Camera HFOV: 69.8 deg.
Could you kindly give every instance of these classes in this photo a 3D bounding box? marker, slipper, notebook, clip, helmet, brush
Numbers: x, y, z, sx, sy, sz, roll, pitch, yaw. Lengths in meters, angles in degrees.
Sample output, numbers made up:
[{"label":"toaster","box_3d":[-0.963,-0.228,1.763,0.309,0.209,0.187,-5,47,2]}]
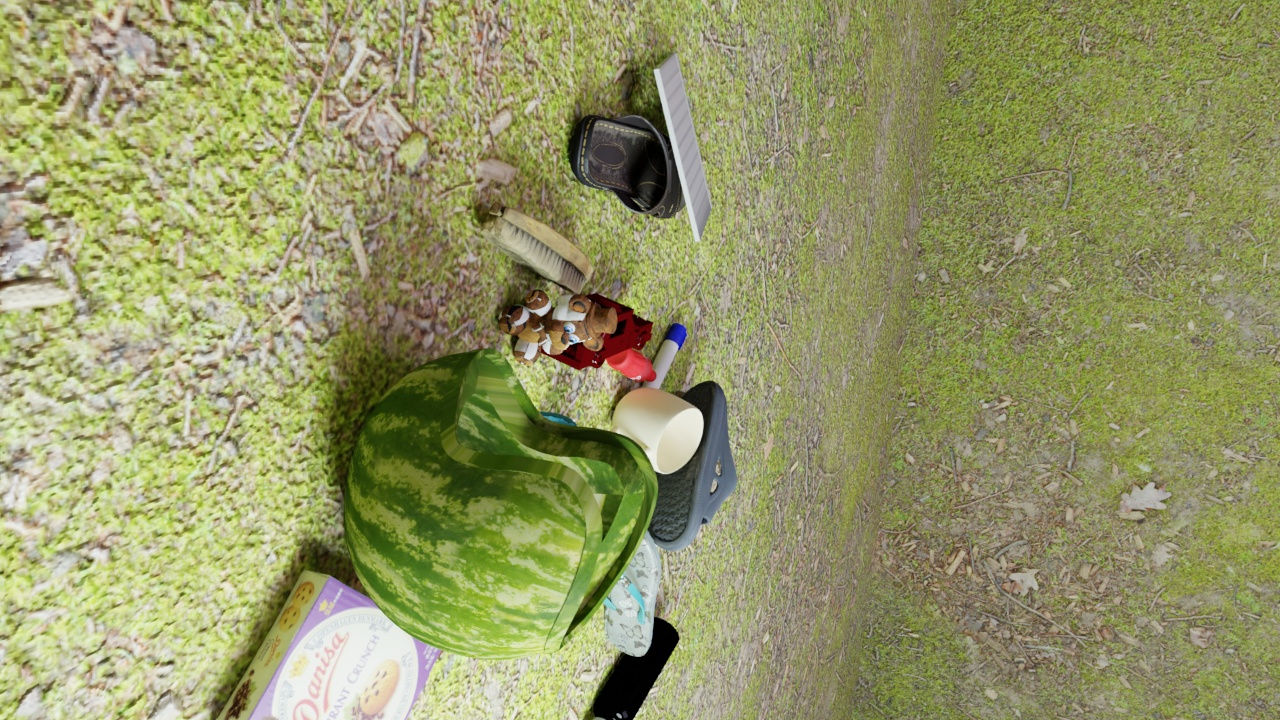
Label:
[{"label":"marker","box_3d":[0.031,0.007,1.301,0.027,0.023,0.132,52,54,-40]},{"label":"slipper","box_3d":[-0.022,0.316,1.246,0.054,0.098,0.269,-47,141,-48]},{"label":"notebook","box_3d":[0.057,-0.271,1.152,0.142,0.009,0.210,-69,146,-62]},{"label":"clip","box_3d":[-0.115,0.060,0.927,0.113,0.127,0.028,-29,126,-45]},{"label":"slipper","box_3d":[0.007,-0.228,1.095,0.267,0.076,0.113,3,98,-64]},{"label":"slipper","box_3d":[0.080,0.153,1.271,0.083,0.111,0.267,37,49,-27]},{"label":"helmet","box_3d":[-0.134,0.127,0.783,0.243,0.247,0.213,-61,168,13]},{"label":"brush","box_3d":[-0.102,-0.113,0.949,0.043,0.059,0.195,-64,155,-3]}]

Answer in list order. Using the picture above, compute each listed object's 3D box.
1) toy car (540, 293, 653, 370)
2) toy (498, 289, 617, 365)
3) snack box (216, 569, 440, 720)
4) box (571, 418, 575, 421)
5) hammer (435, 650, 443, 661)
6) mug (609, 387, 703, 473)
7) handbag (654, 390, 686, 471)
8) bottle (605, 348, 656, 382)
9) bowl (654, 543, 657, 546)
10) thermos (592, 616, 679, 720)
[{"label":"toy car","box_3d":[-0.045,-0.039,1.077,0.169,0.070,0.062,-24,134,-59]},{"label":"toy","box_3d":[-0.083,-0.038,0.965,0.087,0.113,0.067,72,27,-44]},{"label":"snack box","box_3d":[-0.258,0.274,0.778,0.148,0.041,0.143,47,58,-39]},{"label":"box","box_3d":[-0.085,0.148,1.062,0.092,0.083,0.166,39,63,-80]},{"label":"hammer","box_3d":[-0.215,0.297,0.930,0.321,0.033,0.115,-52,145,-43]},{"label":"mug","box_3d":[0.007,0.090,1.208,0.119,0.100,0.096,-25,130,-40]},{"label":"handbag","box_3d":[0.064,0.149,1.404,0.123,0.047,0.186,-60,149,-34]},{"label":"bottle","box_3d":[-0.007,0.007,1.213,0.119,0.036,0.036,34,71,-63]},{"label":"bowl","box_3d":[0.004,0.217,1.319,0.109,0.041,0.110,-33,129,-55]},{"label":"thermos","box_3d":[-0.019,0.488,1.366,0.230,0.061,0.061,-49,142,-45]}]
